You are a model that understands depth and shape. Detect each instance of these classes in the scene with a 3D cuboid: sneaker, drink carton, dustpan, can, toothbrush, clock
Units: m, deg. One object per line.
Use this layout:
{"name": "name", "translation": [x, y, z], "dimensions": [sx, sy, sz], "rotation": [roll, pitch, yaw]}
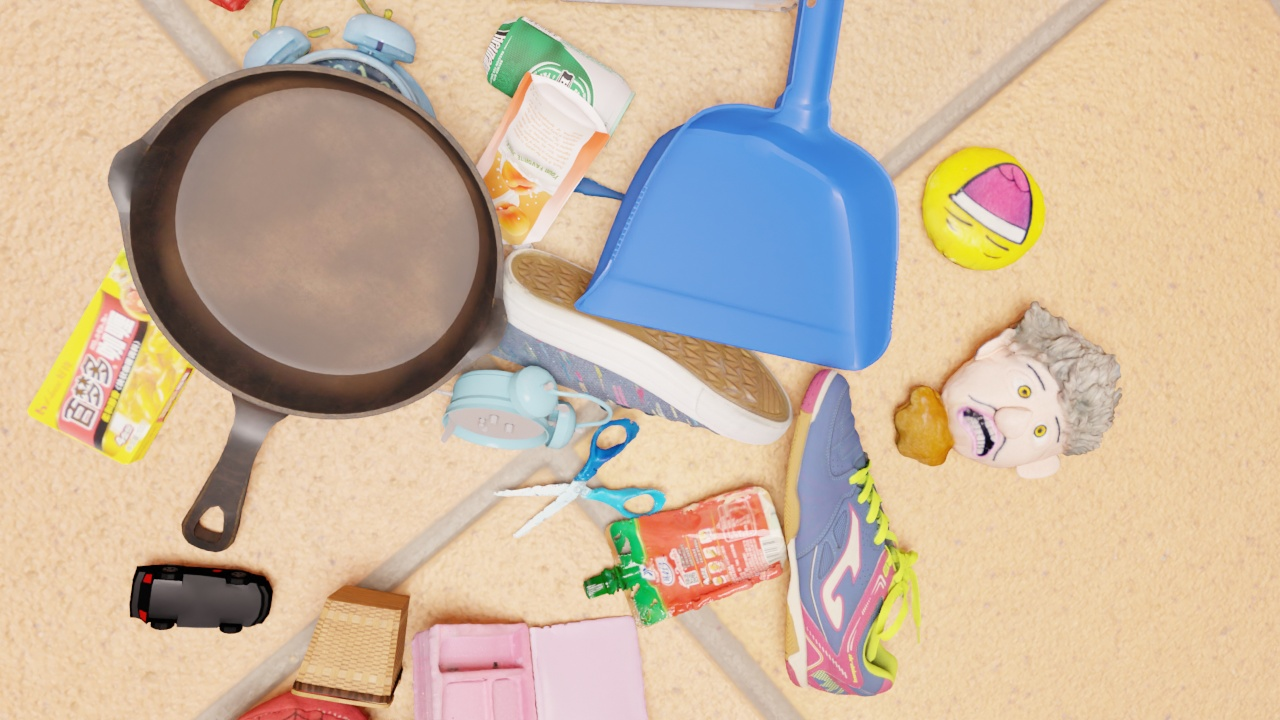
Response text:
{"name": "sneaker", "translation": [0.158, 0.127, 0.675], "dimensions": [0.091, 0.116, 0.242], "rotation": [2, 99, 21]}
{"name": "sneaker", "translation": [-0.004, 0.004, 0.661], "dimensions": [0.235, 0.087, 0.079], "rotation": [26, 126, -12]}
{"name": "drink carton", "translation": [-0.078, -0.128, 0.631], "dimensions": [0.069, 0.038, 0.122], "rotation": [37, 125, -4]}
{"name": "dustpan", "translation": [0.094, -0.138, 0.638], "dimensions": [0.245, 0.060, 0.257], "rotation": [11, 85, -27]}
{"name": "can", "translation": [-0.057, -0.194, 0.638], "dimensions": [0.101, 0.053, 0.053], "rotation": [30, 91, -8]}
{"name": "toothbrush", "translation": [-0.044, -0.128, 0.666], "dimensions": [0.132, 0.016, 0.021], "rotation": [17, 92, -5]}
{"name": "clock", "translation": [-0.201, -0.171, 0.620], "dimensions": [0.118, 0.060, 0.162], "rotation": [-15, 99, -5]}
{"name": "clock", "translation": [-0.080, 0.037, 0.633], "dimensions": [0.123, 0.087, 0.041], "rotation": [-1, 63, 14]}

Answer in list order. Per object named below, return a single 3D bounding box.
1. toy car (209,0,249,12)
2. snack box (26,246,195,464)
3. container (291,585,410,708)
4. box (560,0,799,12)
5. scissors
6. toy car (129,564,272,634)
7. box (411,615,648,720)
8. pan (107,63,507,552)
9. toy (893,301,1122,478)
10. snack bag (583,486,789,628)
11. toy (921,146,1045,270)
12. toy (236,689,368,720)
{"name": "toy car", "translation": [-0.320, -0.310, 0.596], "dimensions": [0.189, 0.056, 0.081], "rotation": [36, 89, -2]}
{"name": "snack box", "translation": [-0.346, -0.011, 0.633], "dimensions": [0.075, 0.025, 0.152], "rotation": [31, 91, -8]}
{"name": "container", "translation": [-0.193, 0.193, 0.632], "dimensions": [0.063, 0.114, 0.061], "rotation": [12, 80, -8]}
{"name": "box", "translation": [0.012, -0.298, 0.635], "dimensions": [0.216, 0.094, 0.108], "rotation": [0, 118, -7]}
{"name": "scissors", "translation": [-0.047, 0.085, 0.674], "dimensions": [0.132, 0.015, 0.110], "rotation": [-3, 116, -5]}
{"name": "toy car", "translation": [-0.309, 0.166, 0.649], "dimensions": [0.091, 0.036, 0.042], "rotation": [9, 95, -17]}
{"name": "box", "translation": [-0.072, 0.300, 0.635], "dimensions": [0.179, 0.059, 0.232], "rotation": [7, 63, -30]}
{"name": "pan", "translation": [-0.231, -0.020, 0.608], "dimensions": [0.248, 0.043, 0.357], "rotation": [24, 110, -15]}
{"name": "toy", "translation": [0.277, 0.033, 0.690], "dimensions": [0.176, 0.076, 0.133], "rotation": [-21, 96, 3]}
{"name": "snack bag", "translation": [0.032, 0.150, 0.689], "dimensions": [0.155, 0.044, 0.087], "rotation": [-19, 101, -1]}
{"name": "toy", "translation": [0.257, -0.113, 0.689], "dimensions": [0.095, 0.041, 0.094], "rotation": [33, 87, -6]}
{"name": "toy", "translation": [-0.204, 0.319, 0.642], "dimensions": [0.216, 0.099, 0.147], "rotation": [38, 75, -10]}
